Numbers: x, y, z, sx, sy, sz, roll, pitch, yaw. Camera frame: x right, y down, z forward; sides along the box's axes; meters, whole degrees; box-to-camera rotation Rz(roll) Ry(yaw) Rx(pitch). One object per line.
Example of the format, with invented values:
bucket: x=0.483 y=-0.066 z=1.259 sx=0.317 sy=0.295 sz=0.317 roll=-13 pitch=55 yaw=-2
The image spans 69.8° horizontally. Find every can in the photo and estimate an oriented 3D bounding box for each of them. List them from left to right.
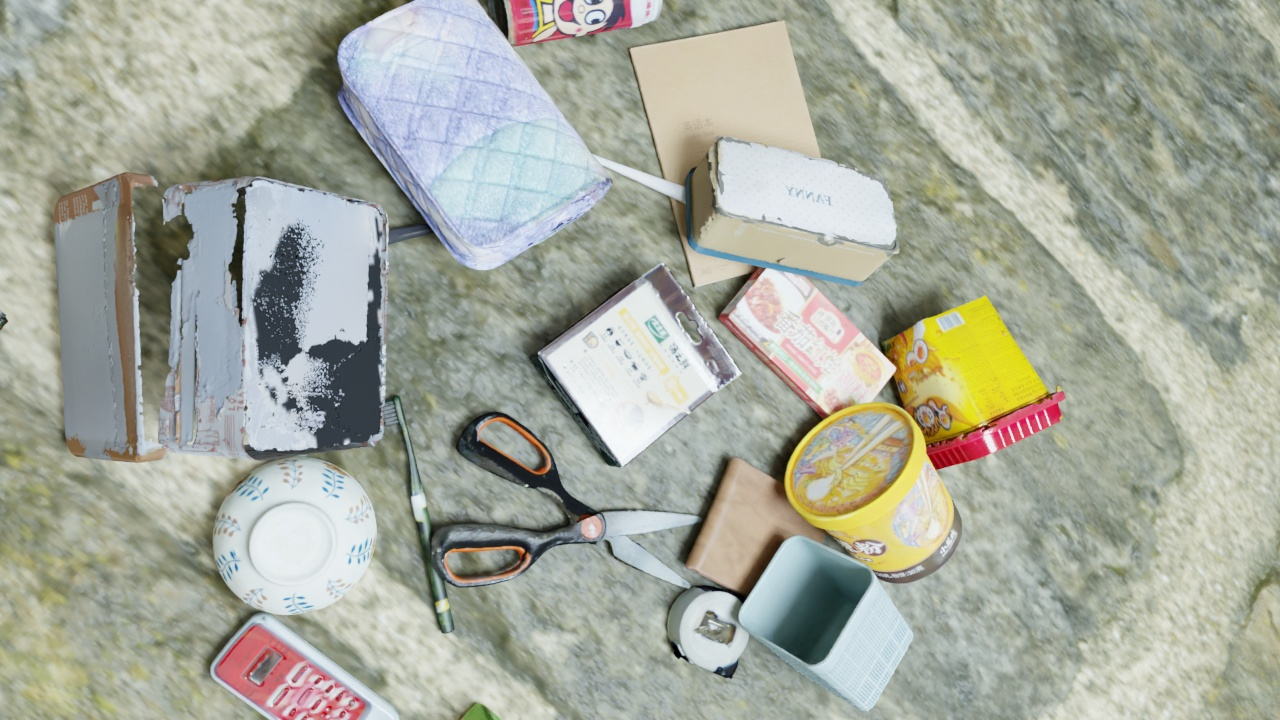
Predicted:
can: x=-0.052 y=-0.290 z=0.741 sx=0.132 sy=0.053 sz=0.053 roll=-16 pitch=91 yaw=-18

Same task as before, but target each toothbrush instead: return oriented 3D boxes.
toothbrush: x=-0.176 y=-0.099 z=0.710 sx=0.181 sy=0.018 sz=0.015 roll=-14 pitch=91 yaw=-16
toothbrush: x=-0.170 y=0.118 z=0.699 sx=0.017 sy=0.012 sz=0.186 roll=-13 pitch=91 yaw=-12
toothbrush: x=0.005 y=-0.152 z=0.764 sx=0.180 sy=0.016 sz=0.016 roll=20 pitch=82 yaw=-12

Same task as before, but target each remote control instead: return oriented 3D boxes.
remote control: x=-0.241 y=0.242 z=0.664 sx=0.136 sy=0.020 sz=0.055 roll=42 pitch=75 yaw=-11

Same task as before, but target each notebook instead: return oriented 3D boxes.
notebook: x=0.087 y=-0.181 z=0.802 sx=0.149 sy=0.012 sz=0.211 roll=-16 pitch=91 yaw=-17

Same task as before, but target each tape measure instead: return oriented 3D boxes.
tape measure: x=0.057 y=0.220 z=0.754 sx=0.066 sy=0.034 sz=0.065 roll=27 pitch=77 yaw=-15

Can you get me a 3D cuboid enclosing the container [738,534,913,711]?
container: x=0.155 y=0.216 z=0.742 sx=0.090 sy=0.090 sz=0.111 roll=-53 pitch=128 yaw=-15

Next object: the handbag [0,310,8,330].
handbag: x=-0.521 y=-0.002 z=0.554 sx=0.145 sy=0.098 sz=0.196 roll=44 pitch=75 yaw=-16

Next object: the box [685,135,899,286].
box: x=0.119 y=-0.123 z=0.756 sx=0.184 sy=0.060 sz=0.089 roll=11 pitch=61 yaw=-15

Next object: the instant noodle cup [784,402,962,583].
instant noodle cup: x=0.198 y=0.115 z=0.760 sx=0.118 sy=0.119 sz=0.114 roll=-50 pitch=119 yaw=-15

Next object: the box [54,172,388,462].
box: x=-0.297 y=-0.023 z=0.623 sx=0.194 sy=0.156 sz=0.183 roll=1 pitch=90 yaw=26

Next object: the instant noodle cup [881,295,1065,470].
instant noodle cup: x=0.282 y=0.019 z=0.805 sx=0.116 sy=0.116 sz=0.123 roll=-21 pitch=81 yaw=-19

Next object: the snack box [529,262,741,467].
snack box: x=-0.004 y=0.004 z=0.738 sx=0.125 sy=0.053 sz=0.113 roll=-38 pitch=98 yaw=-17

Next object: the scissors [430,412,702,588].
scissors: x=-0.059 y=0.119 z=0.727 sx=0.221 sy=0.022 sz=0.210 roll=-19 pitch=90 yaw=-23

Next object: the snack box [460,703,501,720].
snack box: x=-0.129 y=0.385 z=0.665 sx=0.157 sy=0.070 sz=0.209 roll=45 pitch=75 yaw=-10

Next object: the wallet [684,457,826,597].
wallet: x=0.103 y=0.151 z=0.778 sx=0.115 sy=0.020 sz=0.101 roll=29 pitch=76 yaw=-19

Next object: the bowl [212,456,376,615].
bowl: x=-0.245 y=0.126 z=0.649 sx=0.113 sy=0.062 sz=0.113 roll=1 pitch=87 yaw=-16

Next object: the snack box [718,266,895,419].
snack box: x=0.146 y=-0.015 z=0.796 sx=0.153 sy=0.025 sz=0.075 roll=43 pitch=80 yaw=-13

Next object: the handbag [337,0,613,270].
handbag: x=-0.127 y=-0.173 z=0.688 sx=0.134 sy=0.076 sz=0.194 roll=-35 pitch=90 yaw=-21
